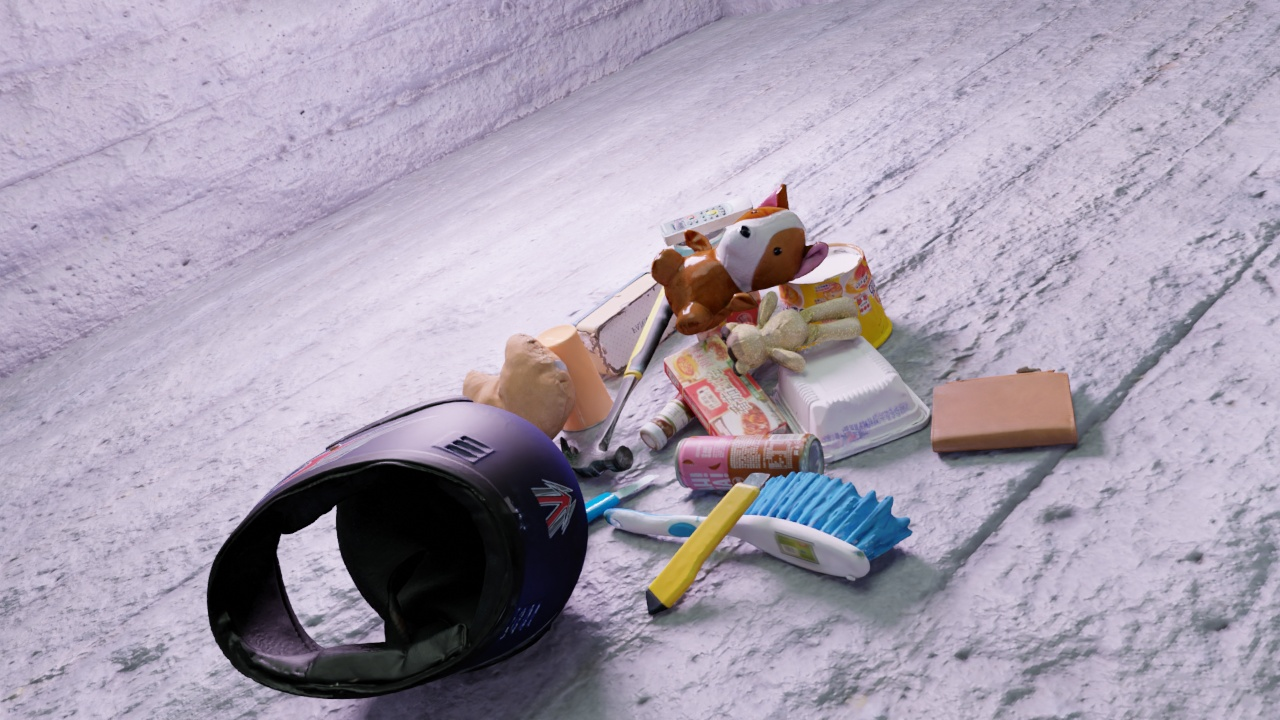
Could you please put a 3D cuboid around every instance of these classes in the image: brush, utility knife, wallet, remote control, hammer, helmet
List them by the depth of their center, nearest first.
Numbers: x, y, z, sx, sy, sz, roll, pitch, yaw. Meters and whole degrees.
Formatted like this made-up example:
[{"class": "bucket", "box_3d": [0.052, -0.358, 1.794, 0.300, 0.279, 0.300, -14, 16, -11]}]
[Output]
[{"class": "utility knife", "box_3d": [0.062, 0.168, 0.848, 0.170, 0.015, 0.033, -50, 44, -1]}, {"class": "helmet", "box_3d": [-0.202, 0.170, 0.855, 0.316, 0.247, 0.240, -20, 0, 10]}, {"class": "brush", "box_3d": [0.098, 0.152, 0.887, 0.315, 0.060, 0.109, 8, 42, 48]}, {"class": "wallet", "box_3d": [0.359, 0.049, 0.913, 0.132, 0.031, 0.107, -7, 32, 23]}, {"class": "utility knife", "box_3d": [-0.066, 0.170, 0.998, 0.198, 0.018, 0.034, -28, 17, -16]}, {"class": "hammer", "box_3d": [-0.007, 0.007, 1.139, 0.126, 0.032, 0.322, -14, 42, 46]}, {"class": "remote control", "box_3d": [0.094, -0.199, 1.304, 0.135, 0.019, 0.056, -19, 28, 3]}]

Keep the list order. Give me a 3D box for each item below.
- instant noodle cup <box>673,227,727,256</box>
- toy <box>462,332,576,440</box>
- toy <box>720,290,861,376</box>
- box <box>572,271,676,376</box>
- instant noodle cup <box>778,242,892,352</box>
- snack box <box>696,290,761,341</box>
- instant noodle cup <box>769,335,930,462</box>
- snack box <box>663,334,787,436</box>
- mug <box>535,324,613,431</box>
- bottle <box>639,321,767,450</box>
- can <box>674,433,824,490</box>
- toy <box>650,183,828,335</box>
[{"class": "instant noodle cup", "box_3d": [0.100, -0.130, 1.328, 0.111, 0.120, 0.111, -16, 27, 8]}, {"class": "toy", "box_3d": [-0.172, 0.069, 1.146, 0.227, 0.143, 0.082, -37, -21, 32]}, {"class": "toy", "box_3d": [0.172, -0.031, 1.038, 0.157, 0.066, 0.105, -16, 68, 2]}, {"class": "box", "box_3d": [-0.011, -0.057, 1.309, 0.060, 0.090, 0.183, 7, 35, 44]}, {"class": "instant noodle cup", "box_3d": [0.235, -0.075, 1.145, 0.138, 0.110, 0.137, -16, 28, 8]}, {"class": "snack box", "box_3d": [0.117, -0.056, 1.209, 0.094, 0.093, 0.077, -17, 27, 8]}, {"class": "instant noodle cup", "box_3d": [0.222, 0.030, 1.014, 0.138, 0.060, 0.173, -21, 28, -1]}, {"class": "snack box", "box_3d": [0.095, 0.040, 1.051, 0.075, 0.025, 0.153, -26, 53, -13]}, {"class": "mug", "box_3d": [-0.089, 0.019, 1.181, 0.078, 0.123, 0.078, -16, 26, 8]}, {"class": "bottle", "box_3d": [0.078, 0.033, 1.115, 0.205, 0.060, 0.060, -42, 33, -25]}, {"class": "can", "box_3d": [0.112, 0.106, 0.950, 0.147, 0.058, 0.057, -4, 31, 30]}, {"class": "toy", "box_3d": [0.114, -0.120, 1.093, 0.200, 0.130, 0.140, -28, 70, 6]}]
